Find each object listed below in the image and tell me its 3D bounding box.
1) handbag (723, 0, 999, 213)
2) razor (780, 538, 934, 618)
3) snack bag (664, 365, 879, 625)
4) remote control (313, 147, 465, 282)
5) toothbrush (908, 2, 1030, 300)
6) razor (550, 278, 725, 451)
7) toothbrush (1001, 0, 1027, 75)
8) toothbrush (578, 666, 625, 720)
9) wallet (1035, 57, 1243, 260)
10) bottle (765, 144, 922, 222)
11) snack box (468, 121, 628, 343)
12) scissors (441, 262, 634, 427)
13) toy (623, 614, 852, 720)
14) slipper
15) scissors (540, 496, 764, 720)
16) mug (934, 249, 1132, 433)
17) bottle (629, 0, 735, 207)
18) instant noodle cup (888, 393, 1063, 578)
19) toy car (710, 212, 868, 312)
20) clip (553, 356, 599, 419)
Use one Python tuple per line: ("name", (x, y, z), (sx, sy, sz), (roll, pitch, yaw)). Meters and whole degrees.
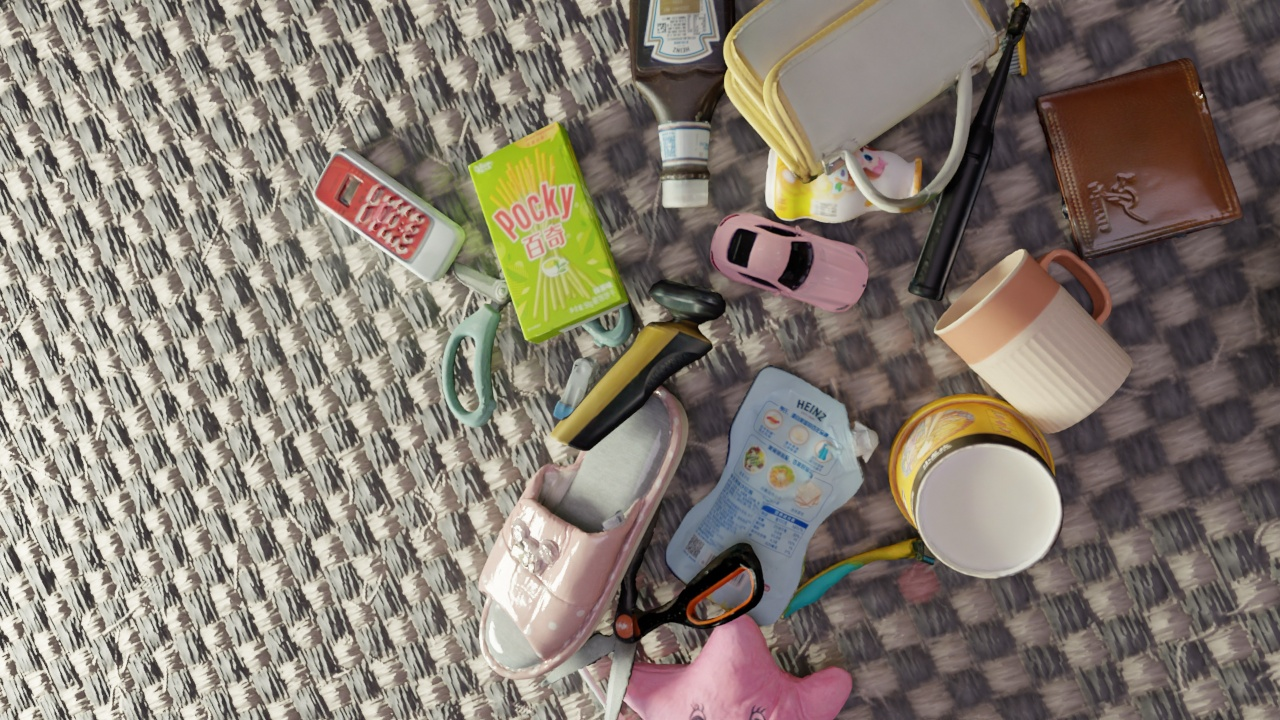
("handbag", (0.162, -0.191, 0.621), (0.163, 0.063, 0.178), (-34, 74, 1))
("razor", (0.166, 0.171, 0.724), (0.133, 0.043, 0.028), (-30, 65, 19))
("snack bag", (0.102, 0.108, 0.724), (0.110, 0.038, 0.191), (31, 103, 18))
("remote control", (-0.213, -0.123, 0.775), (0.136, 0.020, 0.056), (36, 103, 6))
("toothbrush", (0.239, -0.147, 0.659), (0.026, 0.027, 0.213), (22, 106, 27))
("razor", (-0.004, 0.004, 0.704), (0.067, 0.062, 0.167), (44, 89, -2))
("toothbrush", (0.256, -0.297, 0.647), (0.018, 0.016, 0.191), (-7, 97, 22))
("toothbrush", (-0.063, 0.249, 0.792), (0.016, 0.016, 0.180), (-34, 88, 11))
("wallet", (0.340, -0.139, 0.634), (0.101, 0.032, 0.124), (-15, 83, 18))
("bottle", (0.148, -0.132, 0.669), (0.108, 0.063, 0.063), (4, 98, 12))
("snack box", (-0.074, -0.101, 0.726), (0.086, 0.026, 0.156), (-22, 79, 14))
("scissors", (-0.089, -0.020, 0.750), (0.170, 0.019, 0.171), (13, 91, 21))
("toy", (0.069, 0.275, 0.734), (0.195, 0.074, 0.179), (2, 105, 13))
("slipper", (-0.055, 0.136, 0.733), (0.114, 0.054, 0.274), (39, 100, 37))
("scissors", (0.003, 0.195, 0.729), (0.228, 0.021, 0.220), (-12, 75, 30))
("mug", (0.286, -0.023, 0.651), (0.106, 0.082, 0.114), (45, 75, 2))
("bottle", (0.032, -0.215, 0.695), (0.080, 0.044, 0.195), (0, 98, 13))
("instant noodle cup", (0.240, 0.091, 0.652), (0.118, 0.114, 0.118), (2, 98, 12))
("toy car", (0.113, -0.075, 0.699), (0.122, 0.037, 0.056), (19, 103, 9))
("clip", (-0.052, 0.024, 0.760), (0.026, 0.036, 0.058), (23, 105, 11))
